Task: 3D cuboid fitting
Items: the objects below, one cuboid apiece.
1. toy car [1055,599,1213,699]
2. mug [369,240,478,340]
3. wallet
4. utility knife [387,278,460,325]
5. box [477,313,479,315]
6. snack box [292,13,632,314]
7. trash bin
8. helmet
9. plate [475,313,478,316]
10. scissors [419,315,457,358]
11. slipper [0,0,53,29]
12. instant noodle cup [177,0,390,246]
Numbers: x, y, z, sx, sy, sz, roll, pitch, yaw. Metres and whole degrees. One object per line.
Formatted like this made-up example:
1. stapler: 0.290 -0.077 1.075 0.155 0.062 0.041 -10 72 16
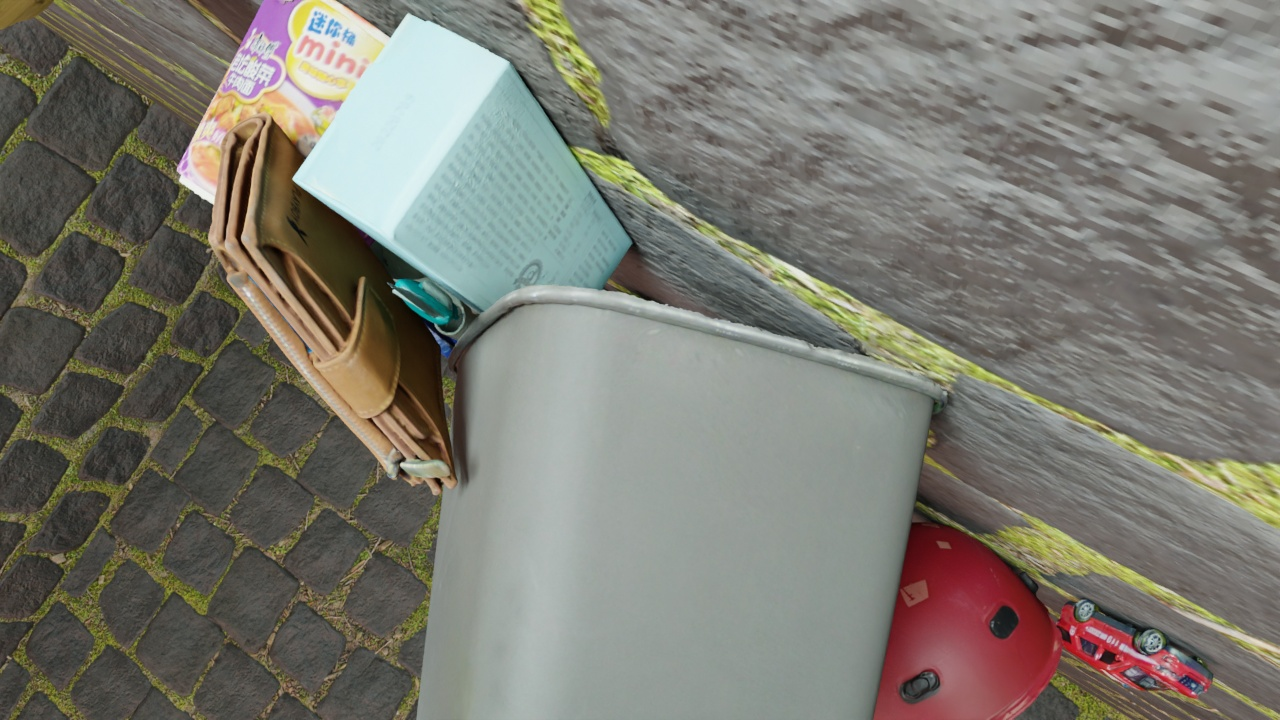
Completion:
1. toy car: 0.360 0.216 0.677 0.053 0.045 0.120 32 173 -11
2. mug: -0.126 -0.062 0.618 0.103 0.084 0.124 41 -155 -74
3. wallet: -0.114 -0.015 0.350 0.131 0.035 0.119 62 179 -40
4. utility knife: -0.083 -0.023 0.361 0.029 0.013 0.221 36 177 -11
5. box: -0.067 -0.029 0.704 0.163 0.081 0.075 40 146 -13
6. snack box: -0.063 -0.062 0.392 0.051 0.074 0.175 31 175 20
7. trash bin: 0.002 0.107 0.400 0.198 0.219 0.199 13 165 -18
8. helmet: 0.217 0.214 0.755 0.144 0.207 0.240 54 173 8
9. plate: -0.109 -0.035 0.780 0.164 0.034 0.163 30 -156 -30
10. scissors: -0.168 -0.046 0.634 0.162 0.012 0.176 41 179 45
11. slipper: -0.283 -0.195 0.392 0.081 0.091 0.190 38 177 -31
12. instant noodle cup: -0.148 -0.100 0.422 0.111 0.099 0.111 34 177 2
